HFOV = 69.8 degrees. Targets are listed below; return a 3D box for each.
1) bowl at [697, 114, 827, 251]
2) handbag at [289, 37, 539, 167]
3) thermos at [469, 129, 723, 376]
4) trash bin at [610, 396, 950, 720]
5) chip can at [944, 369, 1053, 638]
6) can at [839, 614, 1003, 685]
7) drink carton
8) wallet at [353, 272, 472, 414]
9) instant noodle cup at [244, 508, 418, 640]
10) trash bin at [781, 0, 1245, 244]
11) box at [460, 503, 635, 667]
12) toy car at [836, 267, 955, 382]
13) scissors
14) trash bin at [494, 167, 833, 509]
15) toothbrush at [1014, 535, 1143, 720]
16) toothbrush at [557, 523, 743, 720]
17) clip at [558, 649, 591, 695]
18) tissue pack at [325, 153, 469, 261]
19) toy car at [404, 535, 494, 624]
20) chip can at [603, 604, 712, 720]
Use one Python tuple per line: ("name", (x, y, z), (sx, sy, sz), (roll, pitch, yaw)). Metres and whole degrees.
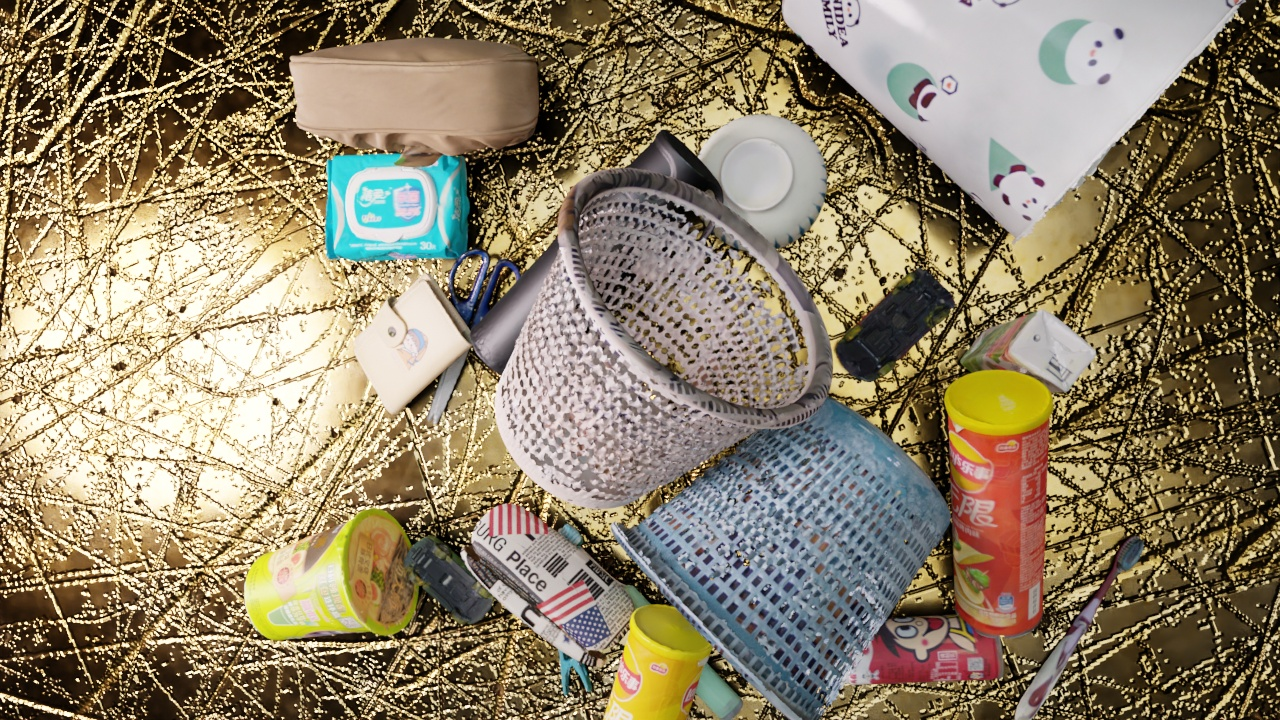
("bowl", (0.099, -0.152, 0.772), (0.116, 0.066, 0.116), (0, 92, 9))
("handbag", (-0.183, -0.222, 0.779), (0.204, 0.147, 0.100), (5, 113, 9))
("thermos", (-0.035, -0.076, 0.770), (0.090, 0.068, 0.243), (44, 111, -8))
("trash bin", (0.123, 0.142, 0.717), (0.226, 0.226, 0.195), (45, 85, 5))
("chip can", (0.274, 0.114, 0.700), (0.073, 0.073, 0.217), (-9, 121, 9))
("can", (0.229, 0.242, 0.769), (0.133, 0.053, 0.053), (-6, 91, 9))
("drink carton", (0.297, 0.000, 0.715), (0.053, 0.122, 0.045), (39, 87, 4))
("wallet", (-0.211, -0.017, 0.834), (0.115, 0.024, 0.087), (-39, 78, 27))
("instant noodle cup", (-0.284, 0.202, 0.828), (0.124, 0.111, 0.111), (-16, 89, 16))
("trash bin", (0.258, -0.252, 0.672), (0.252, 0.229, 0.230), (42, 97, 10))
("box", (-0.079, 0.193, 0.805), (0.162, 0.076, 0.088), (39, 89, 14))
("toy car", (0.213, -0.028, 0.775), (0.049, 0.031, 0.106), (45, 97, 6))
("scissors", (-0.172, -0.023, 0.836), (0.175, 0.012, 0.108), (-44, 108, 4))
("trash bin", (-0.003, 0.003, 0.687), (0.227, 0.226, 0.193), (46, 128, 5))
("toothbrush", (0.366, 0.227, 0.765), (0.016, 0.017, 0.187), (31, 95, 8))
("toothbrush", (0.005, 0.231, 0.819), (0.224, 0.026, 0.027), (45, 128, 6))
("clip", (-0.062, 0.277, 0.837), (0.039, 0.014, 0.056), (-12, 91, 8))
("tissue pack", (-0.222, -0.138, 0.831), (0.133, 0.050, 0.093), (-1, 92, 9))
("toy car", (-0.173, 0.200, 0.840), (0.091, 0.036, 0.043), (42, 96, 7))
("chip can", (-0.001, 0.318, 0.783), (0.072, 0.072, 0.213), (18, 105, 8))
